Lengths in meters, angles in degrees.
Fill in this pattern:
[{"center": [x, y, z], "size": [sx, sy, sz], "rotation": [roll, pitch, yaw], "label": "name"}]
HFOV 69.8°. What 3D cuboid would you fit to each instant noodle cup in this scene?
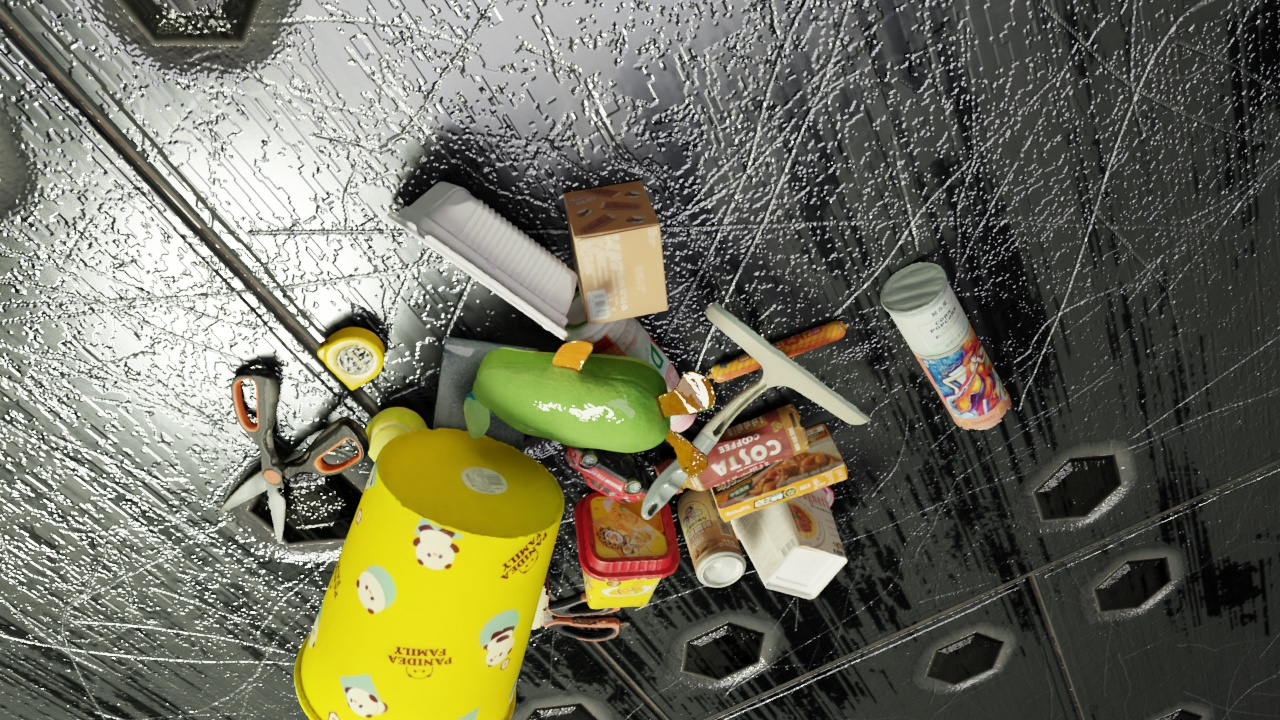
[{"center": [-0.023, 0.231, 1.091], "size": [0.116, 0.116, 0.124], "rotation": [0, 136, -12], "label": "instant noodle cup"}, {"center": [0.179, 0.210, 1.103], "size": [0.116, 0.124, 0.117], "rotation": [20, 119, -24], "label": "instant noodle cup"}, {"center": [-0.133, -0.096, 0.822], "size": [0.173, 0.138, 0.060], "rotation": [38, 87, -27], "label": "instant noodle cup"}]

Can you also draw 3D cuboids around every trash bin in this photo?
[{"center": [-0.200, 0.222, 0.912], "size": [0.229, 0.229, 0.256], "rotation": [13, 112, -20], "label": "trash bin"}]

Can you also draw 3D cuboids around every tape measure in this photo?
[{"center": [-0.283, -0.007, 0.909], "size": [0.057, 0.028, 0.060], "rotation": [-29, 126, 10], "label": "tape measure"}]

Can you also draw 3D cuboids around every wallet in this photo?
[{"center": [-0.162, 0.037, 0.945], "size": [0.097, 0.019, 0.121], "rotation": [7, 111, -15], "label": "wallet"}]

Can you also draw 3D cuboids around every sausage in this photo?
[{"center": [0.150, -0.010, 1.003], "size": [0.165, 0.021, 0.021], "rotation": [-20, 127, 3], "label": "sausage"}]

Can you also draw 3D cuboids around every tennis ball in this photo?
[{"center": [-0.253, 0.081, 0.955], "size": [0.065, 0.065, 0.066], "rotation": [-6, 126, -8], "label": "tennis ball"}]

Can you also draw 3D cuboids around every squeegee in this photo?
[{"center": [0.082, 0.081, 0.998], "size": [0.246, 0.039, 0.247], "rotation": [33, 109, -28], "label": "squeegee"}]

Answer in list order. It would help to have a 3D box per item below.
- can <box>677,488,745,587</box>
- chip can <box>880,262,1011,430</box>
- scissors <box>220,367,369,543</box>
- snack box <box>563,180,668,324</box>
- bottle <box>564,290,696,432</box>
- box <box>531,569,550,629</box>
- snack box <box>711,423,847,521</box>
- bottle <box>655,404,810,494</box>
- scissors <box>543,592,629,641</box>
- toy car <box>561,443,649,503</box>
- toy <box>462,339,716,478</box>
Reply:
[{"center": [0.082, 0.208, 1.086], "size": [0.058, 0.116, 0.059], "rotation": [-6, 126, -9], "label": "can"}, {"center": [0.340, -0.010, 1.013], "size": [0.071, 0.071, 0.215], "rotation": [-33, 126, 12], "label": "chip can"}, {"center": [-0.376, 0.098, 0.956], "size": [0.221, 0.021, 0.224], "rotation": [-13, 116, 19], "label": "scissors"}, {"center": [-0.023, -0.102, 0.854], "size": [0.077, 0.094, 0.093], "rotation": [-11, 126, -5], "label": "snack box"}, {"center": [-0.006, 0.006, 0.956], "size": [0.068, 0.068, 0.197], "rotation": [-33, 129, 12], "label": "bottle"}, {"center": [-0.197, 0.282, 1.103], "size": [0.168, 0.079, 0.091], "rotation": [4, 123, -14], "label": "box"}, {"center": [0.157, 0.131, 1.072], "size": [0.154, 0.075, 0.026], "rotation": [-21, 128, 3], "label": "snack box"}, {"center": [0.104, 0.107, 1.055], "size": [0.175, 0.057, 0.057], "rotation": [-22, 127, 4], "label": "bottle"}, {"center": [-0.117, 0.322, 1.190], "size": [0.195, 0.015, 0.206], "rotation": [-32, 126, 13], "label": "scissors"}, {"center": [-0.043, 0.122, 1.037], "size": [0.045, 0.053, 0.120], "rotation": [-43, 122, 15], "label": "toy car"}, {"center": [-0.049, 0.039, 0.881], "size": [0.247, 0.089, 0.227], "rotation": [11, 148, 5], "label": "toy"}]
